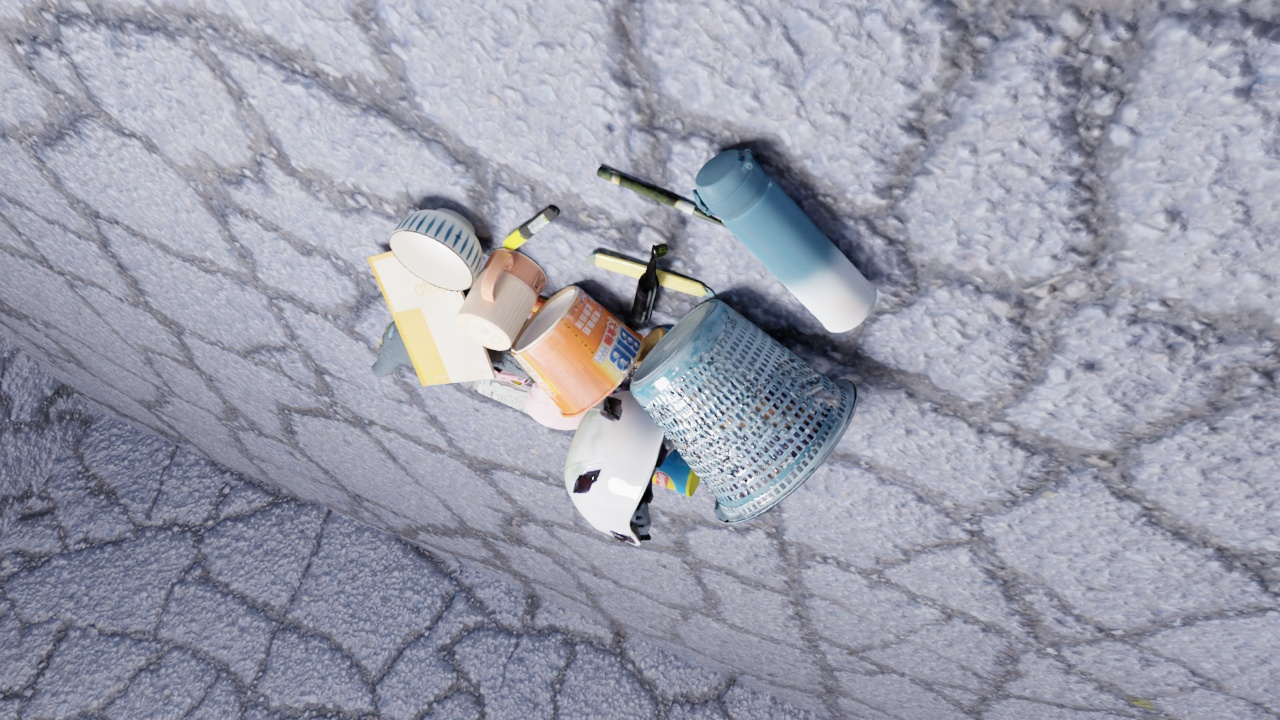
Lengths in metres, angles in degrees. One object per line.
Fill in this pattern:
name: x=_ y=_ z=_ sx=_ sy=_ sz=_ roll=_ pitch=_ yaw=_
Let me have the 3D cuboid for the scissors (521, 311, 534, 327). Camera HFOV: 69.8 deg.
scissors: x=-0.167 y=-0.037 z=1.348 sx=0.193 sy=0.015 sz=0.207 roll=24 pitch=154 yaw=0

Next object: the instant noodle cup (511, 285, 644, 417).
instant noodle cup: x=-0.087 y=-0.017 z=1.182 sx=0.111 sy=0.151 sz=0.152 roll=44 pitch=149 yaw=-20

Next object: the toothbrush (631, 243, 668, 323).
toothbrush: x=0.010 y=-0.088 z=1.051 sx=0.027 sy=0.026 sz=0.213 roll=-14 pitch=165 yaw=-9

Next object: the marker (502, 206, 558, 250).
marker: x=-0.131 y=-0.158 z=1.095 sx=0.018 sy=0.015 sz=0.124 roll=35 pitch=149 yaw=-22

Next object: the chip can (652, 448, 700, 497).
chip can: x=-0.005 y=0.159 z=1.510 sx=0.210 sy=0.071 sz=0.071 roll=16 pitch=153 yaw=18

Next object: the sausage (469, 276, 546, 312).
sausage: x=-0.184 y=-0.091 z=1.254 sx=0.165 sy=0.021 sz=0.021 roll=20 pitch=154 yaw=10

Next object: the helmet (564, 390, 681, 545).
helmet: x=-0.030 y=0.138 z=1.317 sx=0.146 sy=0.228 sz=0.259 roll=17 pitch=168 yaw=9

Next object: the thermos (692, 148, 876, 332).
thermos: x=0.140 y=-0.114 z=0.886 sx=0.220 sy=0.070 sz=0.070 roll=39 pitch=151 yaw=-27

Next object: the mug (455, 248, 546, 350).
mug: x=-0.179 y=-0.085 z=1.166 sx=0.082 sy=0.105 sz=0.115 roll=21 pitch=154 yaw=8

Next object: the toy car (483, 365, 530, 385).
toy car: x=-0.216 y=0.004 z=1.422 sx=0.122 sy=0.056 sz=0.037 roll=8 pitch=156 yaw=30

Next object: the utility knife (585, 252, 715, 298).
utility knife: x=0.011 y=-0.099 z=1.079 sx=0.163 sy=0.018 sz=0.031 roll=22 pitch=158 yaw=10

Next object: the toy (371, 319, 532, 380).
toy: x=-0.298 y=-0.025 z=1.377 sx=0.357 sy=0.091 sz=0.138 roll=3 pitch=121 yaw=34

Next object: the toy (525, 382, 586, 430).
toy: x=-0.095 y=0.069 z=1.417 sx=0.159 sy=0.054 sz=0.122 roll=23 pitch=127 yaw=-16

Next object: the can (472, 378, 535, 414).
can: x=-0.193 y=0.050 z=1.484 sx=0.147 sy=0.058 sz=0.058 roll=24 pitch=154 yaw=2

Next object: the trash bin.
trash bin: x=0.105 y=0.043 z=1.074 sx=0.195 sy=0.226 sz=0.227 roll=44 pitch=151 yaw=-10

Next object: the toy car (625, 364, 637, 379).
toy car: x=-0.008 y=0.007 z=1.271 sx=0.106 sy=0.031 sz=0.049 roll=3 pitch=146 yaw=17

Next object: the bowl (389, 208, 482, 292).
bowl: x=-0.249 y=-0.148 z=1.154 sx=0.116 sy=0.066 sz=0.117 roll=19 pitch=153 yaw=10

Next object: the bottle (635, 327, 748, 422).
bottle: x=0.091 y=0.039 z=1.215 sx=0.218 sy=0.065 sz=0.065 roll=36 pitch=152 yaw=-24

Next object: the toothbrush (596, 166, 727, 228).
toothbrush: x=0.041 y=-0.162 z=0.941 sx=0.186 sy=0.012 sz=0.017 roll=23 pitch=148 yaw=4

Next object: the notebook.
notebook: x=-0.292 y=-0.061 z=1.284 sx=0.146 sy=0.010 sz=0.206 roll=-6 pitch=113 yaw=33

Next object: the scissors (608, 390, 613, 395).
scissors: x=-0.035 y=0.015 z=1.327 sx=0.136 sy=0.017 sz=0.134 roll=15 pitch=146 yaw=10
